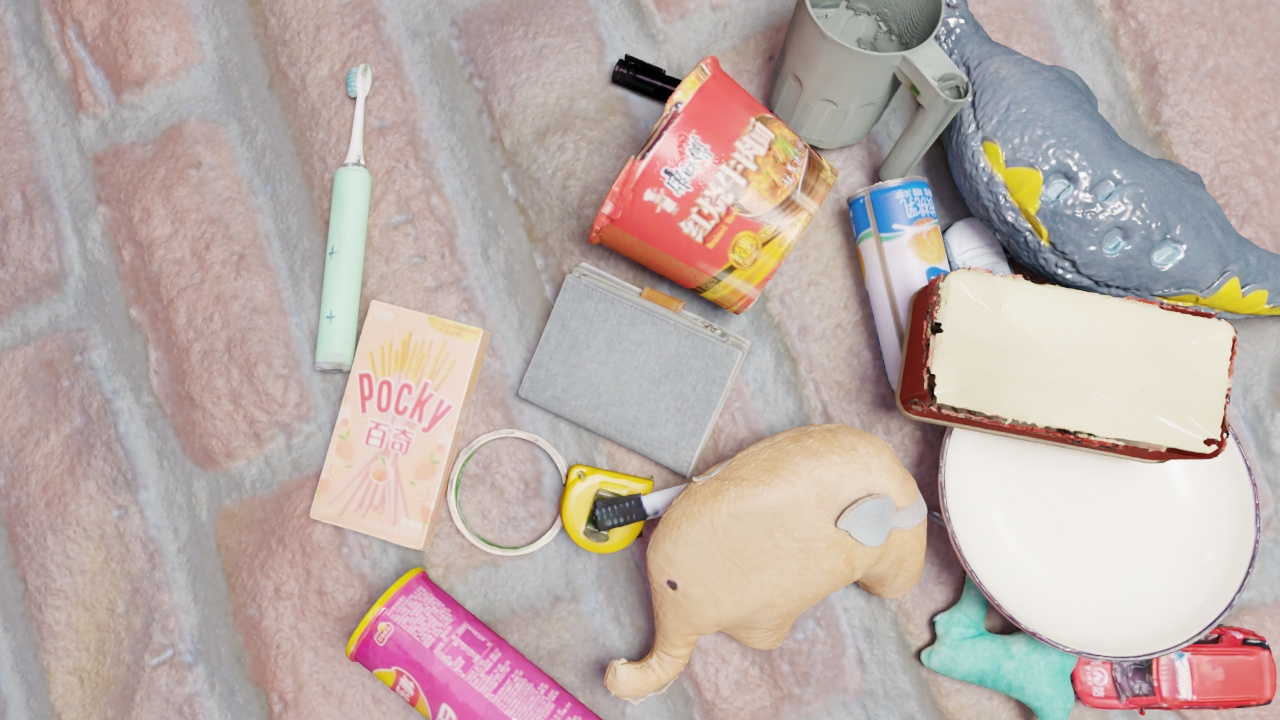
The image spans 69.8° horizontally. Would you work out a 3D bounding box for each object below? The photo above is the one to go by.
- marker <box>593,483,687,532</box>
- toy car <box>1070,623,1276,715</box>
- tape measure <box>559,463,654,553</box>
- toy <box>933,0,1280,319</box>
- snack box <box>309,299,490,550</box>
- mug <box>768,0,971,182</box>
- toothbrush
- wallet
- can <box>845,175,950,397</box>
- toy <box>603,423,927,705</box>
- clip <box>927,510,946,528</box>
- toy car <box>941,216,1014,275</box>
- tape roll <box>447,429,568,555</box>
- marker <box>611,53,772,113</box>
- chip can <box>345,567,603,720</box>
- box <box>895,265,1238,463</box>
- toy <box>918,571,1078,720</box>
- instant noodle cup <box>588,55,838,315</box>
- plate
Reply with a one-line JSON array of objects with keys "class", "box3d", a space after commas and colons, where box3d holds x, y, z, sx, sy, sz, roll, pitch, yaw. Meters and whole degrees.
[{"class": "marker", "box3d": [0.032, 0.085, 0.594, 0.130, 0.018, 0.022, -14, 84, -13]}, {"class": "toy car", "box3d": [0.321, 0.187, 0.558, 0.120, 0.045, 0.053, -4, 83, 8]}, {"class": "tape measure", "box3d": [-0.024, 0.098, 0.605, 0.060, 0.029, 0.057, 14, 87, -11]}, {"class": "toy", "box3d": [0.268, -0.117, 0.563, 0.356, 0.091, 0.137, 44, 71, 8]}, {"class": "snack box", "box3d": [-0.165, 0.044, 0.634, 0.084, 0.026, 0.157, 14, 87, 7]}, {"class": "mug", "box3d": [0.140, -0.177, 0.569, 0.083, 0.103, 0.124, -31, 77, -15]}, {"class": "toothbrush", "box3d": [-0.207, -0.103, 0.652, 0.027, 0.026, 0.224, 2, 85, 28]}, {"class": "wallet", "box3d": [-0.004, 0.004, 0.615, 0.130, 0.037, 0.106, 25, 99, 9]}, {"class": "can", "box3d": [0.173, -0.046, 0.590, 0.053, 0.053, 0.134, -12, 84, 5]}, {"class": "toy", "box3d": [0.067, 0.124, 0.567, 0.226, 0.082, 0.143, -27, 104, 3]}, {"class": "clip", "box3d": [0.212, 0.110, 0.587, 0.029, 0.024, 0.057, -43, 78, -3]}, {"class": "toy car", "box3d": [0.224, -0.050, 0.596, 0.043, 0.034, 0.090, -16, 82, 7]}, {"class": "tape roll", "box3d": [-0.089, 0.090, 0.628, 0.086, 0.014, 0.085, -1, 85, 7]}, {"class": "marker", "box3d": [0.044, -0.180, 0.635, 0.132, 0.020, 0.022, 23, 78, 9]}, {"class": "chip can", "box3d": [-0.086, 0.226, 0.587, 0.210, 0.071, 0.071, 37, 90, 8]}, {"class": "box", "box3d": [0.240, 0.001, 0.517, 0.168, 0.077, 0.091, 11, 82, 1]}, {"class": "toy", "box3d": [0.222, 0.179, 0.570, 0.092, 0.030, 0.096, 8, 88, 25]}, {"class": "instant noodle cup", "box3d": [0.049, -0.102, 0.576, 0.108, 0.138, 0.138, 34, 89, -1]}, {"class": "plate", "box3d": [0.273, 0.083, 0.562, 0.192, 0.039, 0.192, 0, 75, -2]}]
